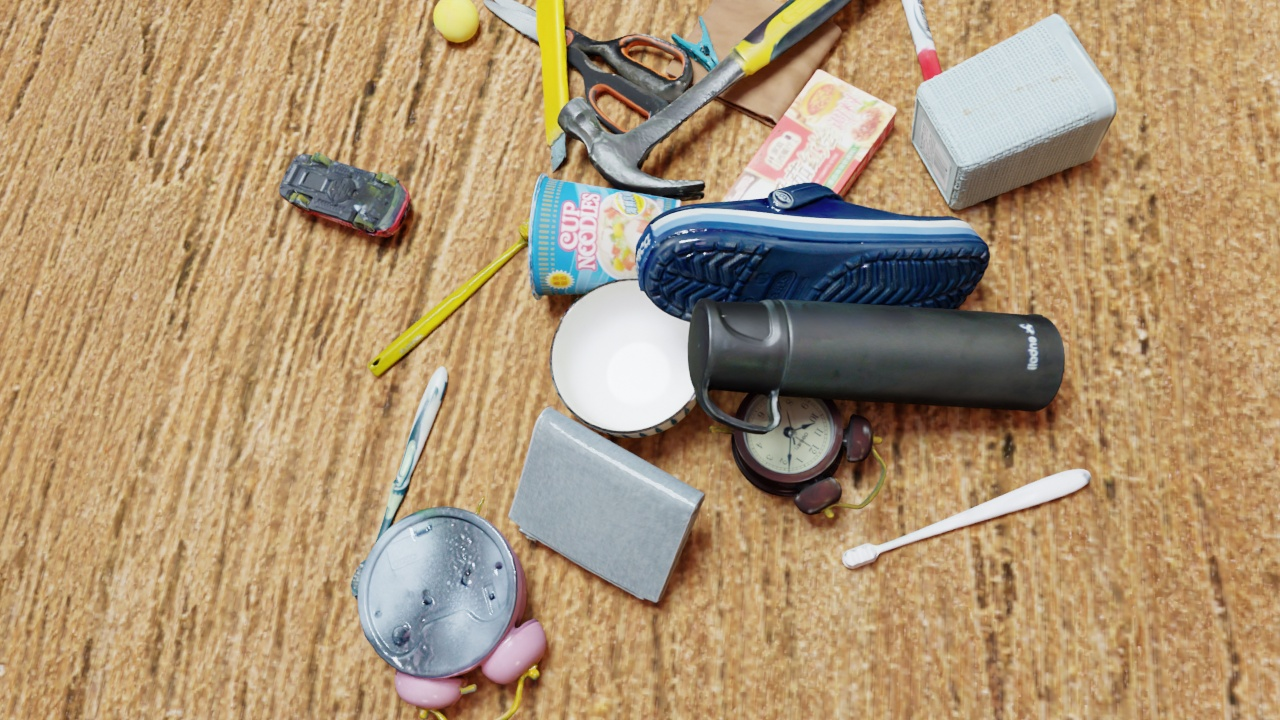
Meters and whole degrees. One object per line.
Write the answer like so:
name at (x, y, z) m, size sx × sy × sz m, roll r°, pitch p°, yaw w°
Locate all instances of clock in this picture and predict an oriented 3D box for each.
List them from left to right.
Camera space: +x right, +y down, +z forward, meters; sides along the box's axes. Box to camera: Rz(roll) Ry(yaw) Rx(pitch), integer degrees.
clock at (-0.131, 0.185, 0.658) m, size 0.117 × 0.060 × 0.158 m, roll -22°, pitch 69°, yaw 2°
clock at (0.115, 0.060, 0.652) m, size 0.122 × 0.055 × 0.082 m, roll 33°, pitch 81°, yaw 16°

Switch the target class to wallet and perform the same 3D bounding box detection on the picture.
wallet at (-0.027, 0.106, 0.657) m, size 0.130 × 0.036 × 0.107 m, roll 27°, pitch 118°, yaw 16°
wallet at (0.094, -0.260, 0.774) m, size 0.115 × 0.020 × 0.101 m, roll 32°, pitch 82°, yaw 21°

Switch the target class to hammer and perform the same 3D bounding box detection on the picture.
hammer at (0.096, -0.247, 0.736) m, size 0.323 × 0.032 × 0.126 m, roll -39°, pitch 78°, yaw -5°

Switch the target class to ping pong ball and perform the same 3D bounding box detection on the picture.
ping pong ball at (-0.165, -0.306, 0.823) m, size 0.040 × 0.040 × 0.040 m, roll -3°, pitch 73°, yaw 9°

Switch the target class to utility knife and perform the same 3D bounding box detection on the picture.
utility knife at (-0.074, -0.248, 0.790) m, size 0.033 × 0.015 × 0.176 m, roll -10°, pitch 81°, yaw 46°

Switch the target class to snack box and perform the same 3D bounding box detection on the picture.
snack box at (0.130, -0.153, 0.730) m, size 0.075 × 0.025 × 0.152 m, roll 34°, pitch 82°, yaw 17°

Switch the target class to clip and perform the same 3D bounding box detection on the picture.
clip at (0.051, -0.264, 0.771) m, size 0.034 × 0.013 × 0.055 m, roll -29°, pitch 65°, yaw 7°

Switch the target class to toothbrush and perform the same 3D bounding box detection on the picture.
toothbrush at (-0.188, 0.093, 0.717) m, size 0.016 × 0.018 × 0.191 m, roll 14°, pitch 76°, yaw 14°
toothbrush at (-0.150, -0.055, 0.756) m, size 0.190 × 0.016 × 0.015 m, roll -41°, pitch 70°, yaw -4°
toothbrush at (0.226, 0.109, 0.638) m, size 0.180 × 0.016 × 0.016 m, roll -20°, pitch 73°, yaw 3°

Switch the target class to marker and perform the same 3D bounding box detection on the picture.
marker at (0.227, -0.284, 0.758) m, size 0.017 × 0.017 × 0.145 m, roll -11°, pitch 72°, yaw 7°

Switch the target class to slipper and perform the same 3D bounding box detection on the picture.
slipper at (0.117, -0.072, 0.655) m, size 0.252 × 0.105 × 0.095 m, roll 1°, pitch 49°, yaw -13°

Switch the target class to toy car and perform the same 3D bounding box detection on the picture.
toy car at (-0.249, -0.140, 0.784) m, size 0.120 × 0.045 × 0.053 m, roll 20°, pitch 80°, yaw 21°

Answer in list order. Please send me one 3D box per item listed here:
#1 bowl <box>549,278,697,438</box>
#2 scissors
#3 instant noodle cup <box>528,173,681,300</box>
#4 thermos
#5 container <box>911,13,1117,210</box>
bowl at (-0.004, 0.004, 0.685) m, size 0.116 × 0.066 × 0.116 m, roll -3°, pitch 74°, yaw 10°
scissors at (-0.065, -0.261, 0.801) m, size 0.235 × 0.021 × 0.139 m, roll 14°, pitch 83°, yaw 20°
instant noodle cup at (-0.024, -0.093, 0.710) m, size 0.110 × 0.099 × 0.099 m, roll 3°, pitch 74°, yaw 3°
thermos at (0.155, 0.007, 0.616) m, size 0.242 × 0.068 × 0.090 m, roll 2°, pitch 81°, yaw -9°
container at (0.269, -0.179, 0.682) m, size 0.111 × 0.090 × 0.090 m, roll -23°, pitch 70°, yaw 6°
